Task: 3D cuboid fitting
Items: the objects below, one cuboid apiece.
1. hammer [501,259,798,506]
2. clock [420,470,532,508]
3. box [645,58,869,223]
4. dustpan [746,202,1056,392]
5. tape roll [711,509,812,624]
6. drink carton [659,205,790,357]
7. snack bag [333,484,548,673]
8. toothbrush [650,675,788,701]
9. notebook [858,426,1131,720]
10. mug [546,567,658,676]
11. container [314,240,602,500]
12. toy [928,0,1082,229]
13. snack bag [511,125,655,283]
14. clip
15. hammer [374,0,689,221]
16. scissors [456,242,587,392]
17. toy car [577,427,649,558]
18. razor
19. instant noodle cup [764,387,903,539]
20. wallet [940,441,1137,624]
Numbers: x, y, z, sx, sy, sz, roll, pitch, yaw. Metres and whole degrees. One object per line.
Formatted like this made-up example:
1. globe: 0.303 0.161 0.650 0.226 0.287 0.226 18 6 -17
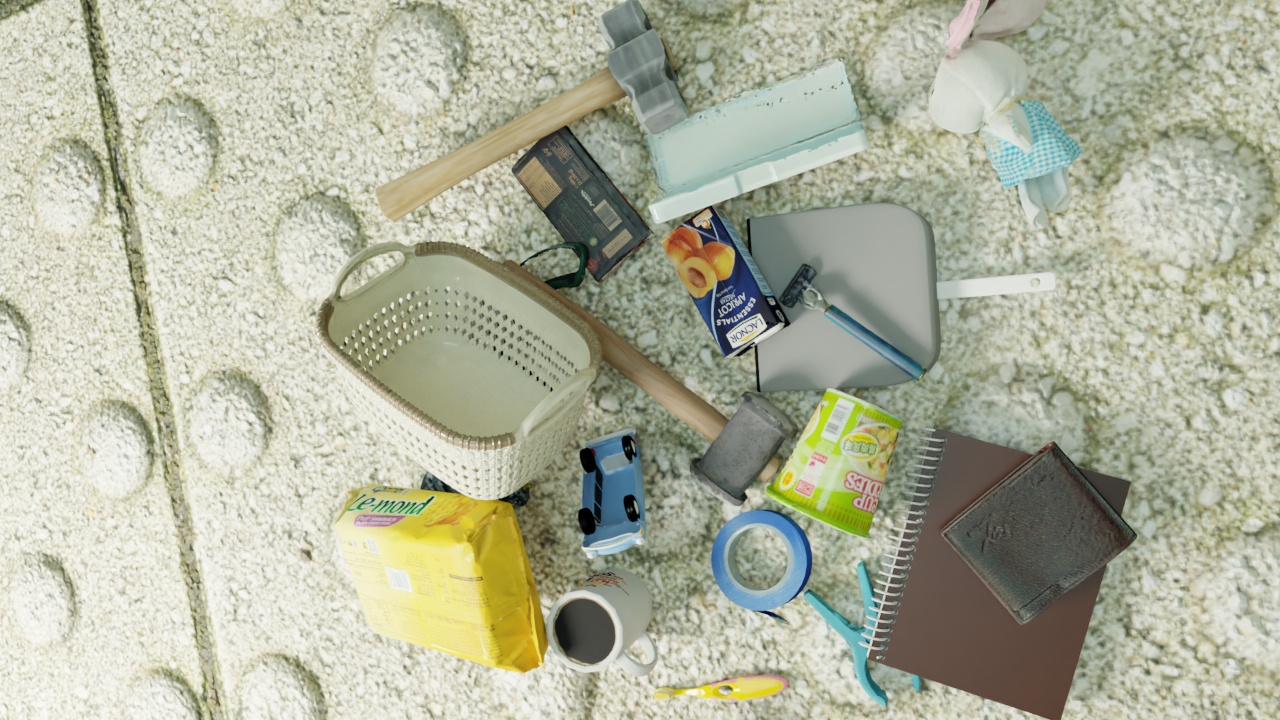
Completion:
1. hammer: -0.005 0.005 0.866 0.328 0.052 0.098 38 102 11
2. clock: -0.165 0.128 0.930 0.130 0.052 0.090 -42 79 16
3. box: 0.099 -0.195 0.827 0.198 0.075 0.125 -18 67 17
4. dustpan: 0.225 -0.059 0.810 0.258 0.033 0.163 -4 90 27
5. tape roll: 0.111 0.184 0.848 0.091 0.016 0.093 23 96 29
6. drink carton: 0.077 -0.071 0.844 0.064 0.040 0.130 -34 77 24
7. snack bag: -0.196 0.208 0.882 0.248 0.068 0.160 -1 107 38
8. toothbrush: 0.074 0.314 0.874 0.136 0.016 0.021 -12 83 19
9. notebook: 0.296 0.178 0.781 0.172 0.022 0.209 16 92 12
10. mug: -0.026 0.254 0.867 0.105 0.089 0.073 40 103 13
11. container: -0.164 0.009 0.840 0.246 0.184 0.143 34 142 22
12. toy: 0.299 -0.206 0.762 0.106 0.130 0.205 -16 95 49
13. snack bag: -0.060 -0.158 0.906 0.075 0.018 0.155 -40 79 15
14. clip: 0.217 0.240 0.822 0.113 0.028 0.126 -24 83 19
15. hammer: -0.115 -0.221 0.888 0.323 0.051 0.117 -25 75 12
16. scissors: -0.119 -0.019 0.928 0.202 0.015 0.204 -22 86 25
17. toy car: -0.024 0.123 0.845 0.056 0.153 0.055 -18 122 9
18. razor: 0.186 -0.029 0.800 0.144 0.022 0.042 39 109 20
19. instant noodle cup: 0.175 0.087 0.799 0.099 0.099 0.108 24 91 16
20. wallet: 0.325 0.142 0.752 0.120 0.031 0.099 -41 80 8
